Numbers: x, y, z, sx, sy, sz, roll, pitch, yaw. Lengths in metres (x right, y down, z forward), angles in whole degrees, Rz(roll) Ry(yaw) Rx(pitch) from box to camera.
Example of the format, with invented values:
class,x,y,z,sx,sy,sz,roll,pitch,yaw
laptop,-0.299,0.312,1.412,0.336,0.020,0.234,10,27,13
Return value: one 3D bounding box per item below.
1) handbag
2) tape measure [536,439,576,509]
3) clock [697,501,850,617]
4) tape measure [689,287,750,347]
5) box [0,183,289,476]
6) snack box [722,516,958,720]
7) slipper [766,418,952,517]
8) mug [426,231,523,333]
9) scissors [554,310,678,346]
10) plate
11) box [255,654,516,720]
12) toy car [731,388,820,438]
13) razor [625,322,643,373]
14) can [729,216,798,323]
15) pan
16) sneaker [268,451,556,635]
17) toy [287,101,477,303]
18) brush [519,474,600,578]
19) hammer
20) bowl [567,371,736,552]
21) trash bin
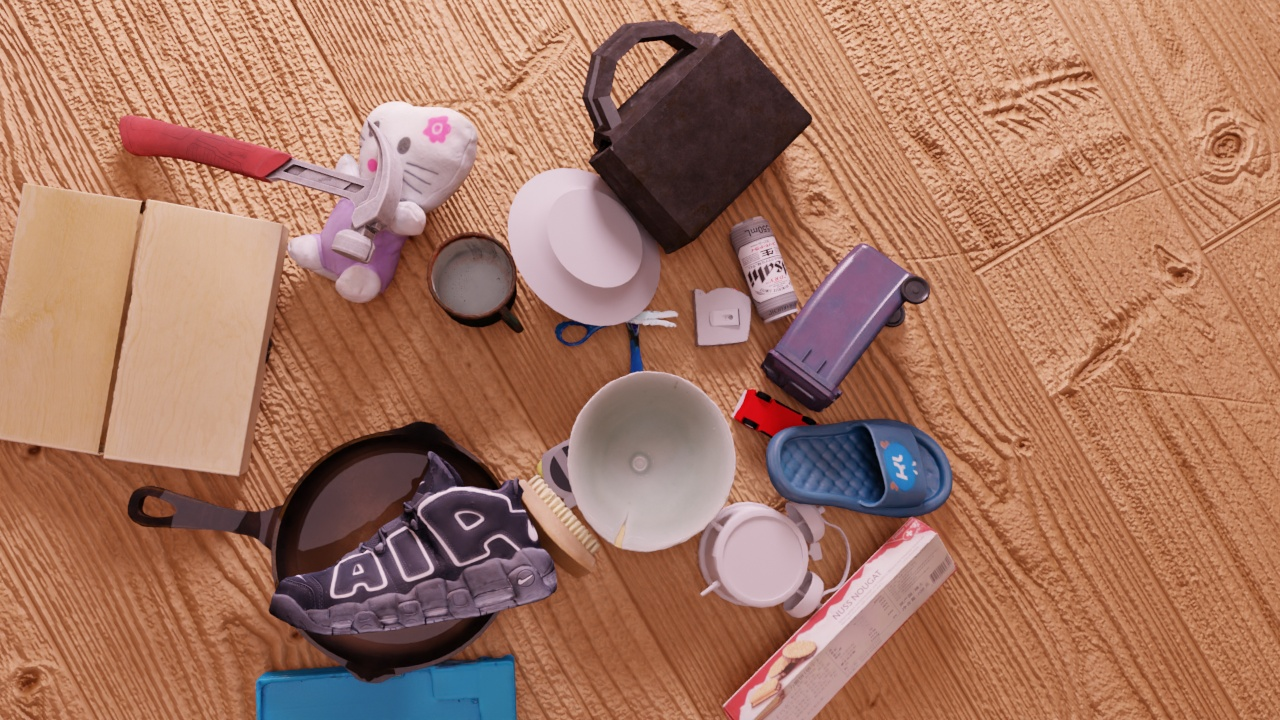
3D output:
class,x,y,z,sx,sy,sz,roll,pitch,yaw
handbag,0.031,-0.248,0.938,0.197,0.102,0.199,-45,106,-8
tape measure,-0.068,0.114,0.938,0.064,0.017,0.065,-31,88,-8
clock,0.135,0.199,0.933,0.159,0.061,0.120,4,83,-10
tape measure,0.085,-0.046,0.967,0.062,0.020,0.060,-3,85,-6
box,-0.487,-0.029,0.885,0.257,0.076,0.247,9,87,1
snack box,0.202,0.276,0.920,0.272,0.044,0.076,-44,126,-7
slipper,0.228,0.103,0.934,0.213,0.059,0.103,6,69,-19
mug,-0.155,-0.067,0.914,0.085,0.081,0.111,-43,90,-8
scissors,-0.024,-0.040,0.949,0.134,0.016,0.073,8,82,5
plate,-0.049,-0.120,0.920,0.172,0.019,0.172,12,66,-28
box,-0.240,0.371,0.871,0.243,0.075,0.166,-2,55,-6
toy car,0.143,0.065,0.960,0.089,0.025,0.038,29,81,-4
razor,-0.006,0.006,0.954,0.044,0.018,0.141,-5,85,-6
can,0.130,-0.095,0.964,0.044,0.044,0.106,-19,87,-7
pan,-0.296,0.168,0.880,0.356,0.043,0.248,13,84,-11
sneaker,-0.207,0.161,0.832,0.252,0.097,0.150,-6,82,-13
toy,-0.245,-0.158,0.905,0.138,0.085,0.209,31,89,31
brush,-0.087,0.164,0.917,0.039,0.049,0.117,-39,88,-31
hammer,-0.371,-0.193,0.880,0.316,0.036,0.126,17,83,16
bowl,0.003,0.101,0.918,0.174,0.068,0.174,2,83,-15
trash bin,0.206,-0.029,0.942,0.092,0.094,0.160,38,80,8
